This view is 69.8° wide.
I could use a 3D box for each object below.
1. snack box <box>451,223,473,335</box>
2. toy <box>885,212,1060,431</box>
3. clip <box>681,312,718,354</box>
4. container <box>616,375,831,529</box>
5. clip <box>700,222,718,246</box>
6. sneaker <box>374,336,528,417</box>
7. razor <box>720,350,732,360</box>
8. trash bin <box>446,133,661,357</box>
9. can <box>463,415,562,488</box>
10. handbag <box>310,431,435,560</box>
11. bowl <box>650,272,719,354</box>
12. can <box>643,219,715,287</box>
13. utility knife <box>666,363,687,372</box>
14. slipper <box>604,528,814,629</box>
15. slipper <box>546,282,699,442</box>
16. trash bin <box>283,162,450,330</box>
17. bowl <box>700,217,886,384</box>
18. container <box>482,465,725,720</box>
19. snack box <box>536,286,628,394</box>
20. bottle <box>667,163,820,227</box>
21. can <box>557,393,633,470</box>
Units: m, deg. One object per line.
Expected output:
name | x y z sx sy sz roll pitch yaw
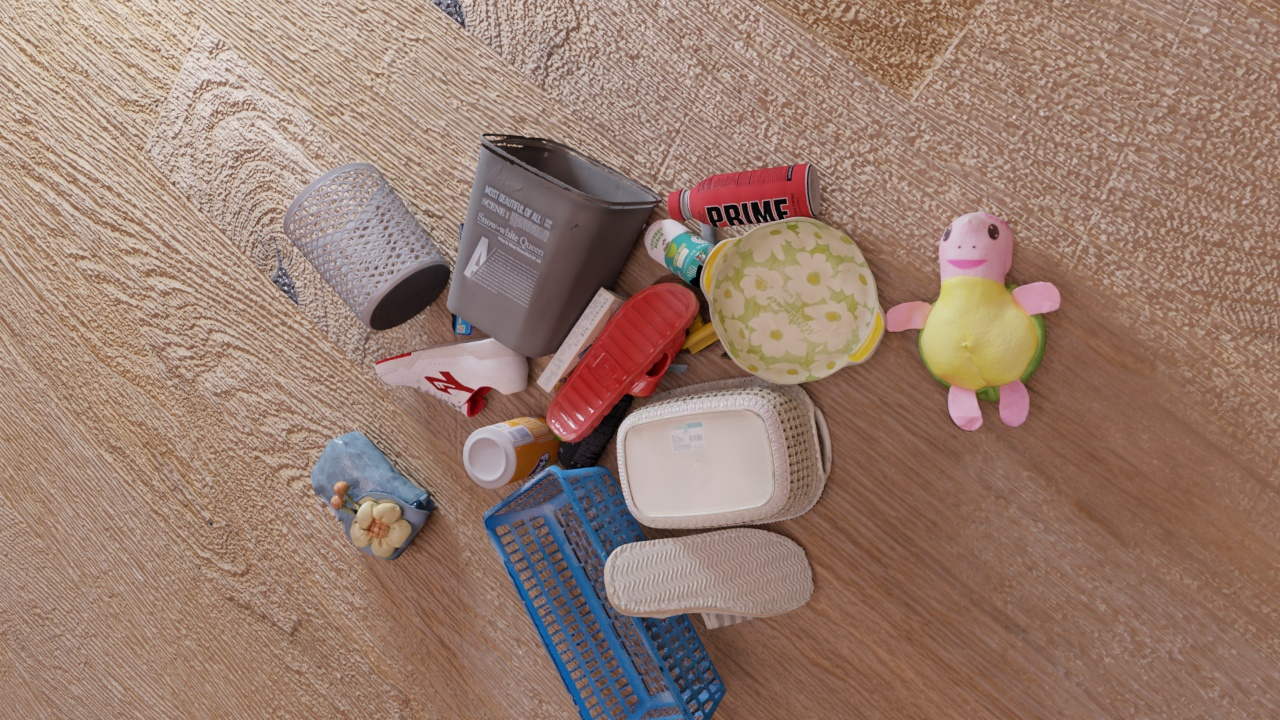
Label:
snack box | -0.239 -0.112 1.258 0.027 0.082 0.150 3 99 -16
toy | 0.367 -0.043 1.000 0.191 0.087 0.238 -11 85 43
clip | 0.071 -0.037 1.132 0.054 0.048 0.046 -31 108 24
container | 0.090 0.115 1.102 0.252 0.143 0.184 -10 86 23
clip | 0.124 -0.132 1.130 0.164 0.030 0.172 3 94 25
sneaker | -0.263 0.029 1.285 0.237 0.090 0.104 -8 97 20
razor | 0.123 -0.049 1.124 0.042 0.026 0.106 11 114 24
trash bin | -0.121 -0.142 1.154 0.197 0.197 0.220 31 112 18
can | -0.165 0.118 1.212 0.079 0.142 0.079 2 95 23
handbag | -0.400 0.198 1.335 0.192 0.118 0.122 43 109 9
bowl | 0.059 -0.060 1.163 0.114 0.026 0.102 12 100 21
can | 0.052 -0.134 1.129 0.101 0.054 0.055 40 110 40
utility knife | -0.007 0.007 1.206 0.148 0.015 0.022 3 86 20
slipper | 0.081 0.256 1.082 0.054 0.272 0.114 140 130 -56
slipper | -0.017 0.007 1.143 0.249 0.059 0.103 -47 48 8
trash bin | -0.373 -0.153 1.274 0.157 0.156 0.183 -44 80 20
bowl | 0.175 -0.070 1.067 0.219 0.060 0.188 25 98 0
container | -0.045 0.311 1.162 0.362 0.089 0.258 61 143 7
snack box | -0.067 -0.020 1.179 0.026 0.082 0.150 38 99 21
bottle | 0.118 -0.190 1.079 0.177 0.062 0.062 -2 94 24
can | -0.059 0.086 1.212 0.054 0.053 0.138 35 107 17
